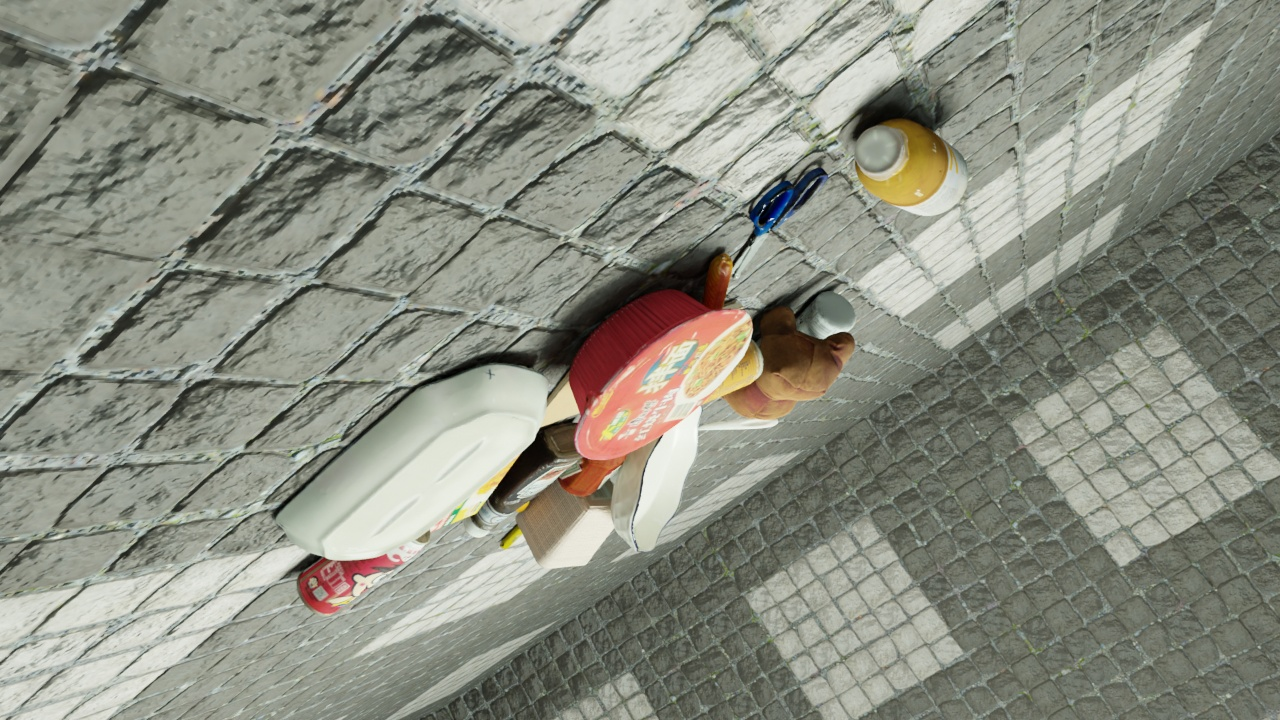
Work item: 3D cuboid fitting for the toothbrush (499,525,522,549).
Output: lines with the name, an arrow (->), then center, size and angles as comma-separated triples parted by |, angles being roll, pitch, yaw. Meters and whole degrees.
toothbrush -> -0.156, 0.222, 1.291 | 0.016, 0.015, 0.191 | -11, 154, -43

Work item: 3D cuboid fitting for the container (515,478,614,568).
container -> -0.087, 0.198, 1.189 | 0.090, 0.090, 0.111 | 7, 129, -47

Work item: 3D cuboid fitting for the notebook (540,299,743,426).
notebook -> -0.006, 0.005, 0.939 | 0.210, 0.012, 0.150 | -19, 160, -40

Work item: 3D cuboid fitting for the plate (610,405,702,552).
plate -> 0.020, 0.138, 1.153 | 0.204, 0.045, 0.205 | -53, 153, -43

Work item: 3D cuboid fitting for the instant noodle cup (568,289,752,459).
instant noodle cup -> 0.007, 0.004, 0.821 | 0.193, 0.066, 0.194 | -31, 155, -17

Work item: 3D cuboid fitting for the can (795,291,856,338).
can -> 0.214, -0.027, 1.184 | 0.058, 0.058, 0.147 | -22, 161, -35

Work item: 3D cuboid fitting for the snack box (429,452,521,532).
snack box -> -0.181, 0.126, 0.927 | 0.076, 0.027, 0.156 | -18, 159, -38

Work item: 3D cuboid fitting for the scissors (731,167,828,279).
scissors -> 0.099, -0.107, 0.800 | 0.174, 0.012, 0.124 | -43, 164, 34

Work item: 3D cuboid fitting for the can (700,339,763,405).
can -> 0.061, 0.017, 0.970 | 0.145, 0.058, 0.058 | -21, 160, -36

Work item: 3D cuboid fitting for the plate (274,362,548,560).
plate -> -0.183, 0.096, 0.770 | 0.266, 0.034, 0.162 | -39, 153, 18

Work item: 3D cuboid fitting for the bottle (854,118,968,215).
bottle -> 0.226, -0.163, 0.773 | 0.068, 0.068, 0.189 | -41, 163, 25

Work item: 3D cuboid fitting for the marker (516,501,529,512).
marker -> -0.141, 0.159, 1.134 | 0.018, 0.015, 0.124 | -20, 158, -26

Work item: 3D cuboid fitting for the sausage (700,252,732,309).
sausage -> 0.067, -0.051, 0.860 | 0.021, 0.021, 0.165 | -28, 157, -18

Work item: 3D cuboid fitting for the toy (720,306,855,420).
toy -> 0.163, 0.010, 1.122 | 0.200, 0.140, 0.130 | 125, -15, -57

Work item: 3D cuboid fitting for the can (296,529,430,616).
can -> -0.273, 0.196, 0.907 | 0.133, 0.053, 0.053 | -36, 164, 12

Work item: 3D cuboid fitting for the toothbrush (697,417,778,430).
toothbrush -> 0.098, 0.087, 1.229 | 0.180, 0.016, 0.016 | -7, -174, 25

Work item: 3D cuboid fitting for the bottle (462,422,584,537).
bottle -> -0.135, 0.139, 1.028 | 0.195, 0.044, 0.079 | -42, 161, 33

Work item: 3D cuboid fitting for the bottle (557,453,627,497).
bottle -> -0.039, 0.092, 1.043 | 0.059, 0.059, 0.207 | -22, 162, -35
